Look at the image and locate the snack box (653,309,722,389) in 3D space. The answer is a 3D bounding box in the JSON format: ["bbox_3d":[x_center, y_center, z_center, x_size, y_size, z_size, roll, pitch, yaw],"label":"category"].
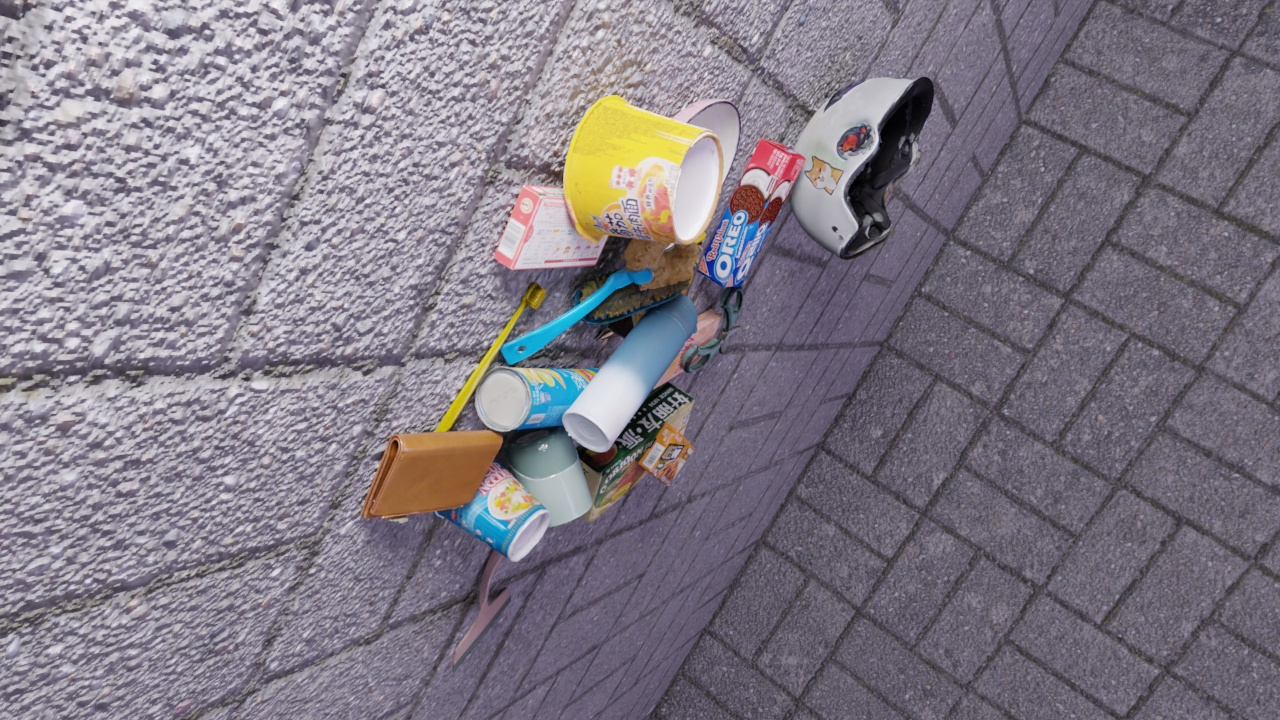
[{"bbox_3d":[0.065,-0.019,1.402,0.156,0.026,0.085,-30,147,-50],"label":"snack box"}]

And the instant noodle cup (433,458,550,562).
[{"bbox_3d":[-0.165,0.171,1.058,0.099,0.110,0.099,-47,158,-26],"label":"instant noodle cup"}]

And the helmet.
[{"bbox_3d":[0.305,-0.292,1.344,0.229,0.157,0.274,-17,127,-57],"label":"helmet"}]

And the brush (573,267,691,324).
[{"bbox_3d":[-0.012,-0.081,1.060,0.143,0.055,0.074,-22,179,-18],"label":"brush"}]

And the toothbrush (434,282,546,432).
[{"bbox_3d":[-0.156,0.002,0.954,0.190,0.016,0.015,-56,159,0],"label":"toothbrush"}]

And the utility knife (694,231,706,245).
[{"bbox_3d":[0.062,-0.143,1.152,0.033,0.015,0.170,-43,-179,17],"label":"utility knife"}]

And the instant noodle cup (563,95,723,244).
[{"bbox_3d":[0.009,-0.175,0.879,0.137,0.110,0.138,-45,145,-45],"label":"instant noodle cup"}]

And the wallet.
[{"bbox_3d":[-0.215,0.118,0.950,0.131,0.031,0.108,1,124,-49],"label":"wallet"}]

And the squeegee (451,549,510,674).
[{"bbox_3d":[-0.183,0.265,1.263,0.250,0.040,0.247,-65,174,10],"label":"squeegee"}]

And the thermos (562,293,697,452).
[{"bbox_3d":[-0.006,0.006,1.065,0.219,0.070,0.070,-54,161,-32],"label":"thermos"}]

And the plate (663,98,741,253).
[{"bbox_3d":[0.043,-0.212,1.042,0.192,0.039,0.193,-45,157,-25],"label":"plate"}]

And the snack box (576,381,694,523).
[{"bbox_3d":[-0.015,0.136,1.407,0.239,0.063,0.115,-36,151,-42],"label":"snack box"}]

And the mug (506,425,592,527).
[{"bbox_3d":[-0.119,0.136,1.123,0.082,0.112,0.106,-26,106,-30],"label":"mug"}]

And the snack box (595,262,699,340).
[{"bbox_3d":[0.010,-0.075,1.173,0.113,0.053,0.126,-15,130,-60],"label":"snack box"}]

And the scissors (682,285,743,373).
[{"bbox_3d":[0.125,-0.055,1.419,0.169,0.019,0.181,-26,142,-52],"label":"scissors"}]

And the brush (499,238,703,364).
[{"bbox_3d":[-0.039,-0.073,0.989,0.254,0.046,0.083,-34,130,-9],"label":"brush"}]

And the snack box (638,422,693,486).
[{"bbox_3d":[0.041,0.147,1.418,0.075,0.026,0.154,-55,161,-6],"label":"snack box"}]

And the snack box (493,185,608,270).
[{"bbox_3d":[-0.078,-0.131,0.913,0.155,0.027,0.077,-14,134,-61],"label":"snack box"}]

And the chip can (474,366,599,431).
[{"bbox_3d":[-0.104,0.042,1.056,0.071,0.071,0.210,-60,159,11],"label":"chip can"}]

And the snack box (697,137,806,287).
[{"bbox_3d":[0.153,-0.202,1.280,0.058,0.057,0.208,-13,134,-58],"label":"snack box"}]
